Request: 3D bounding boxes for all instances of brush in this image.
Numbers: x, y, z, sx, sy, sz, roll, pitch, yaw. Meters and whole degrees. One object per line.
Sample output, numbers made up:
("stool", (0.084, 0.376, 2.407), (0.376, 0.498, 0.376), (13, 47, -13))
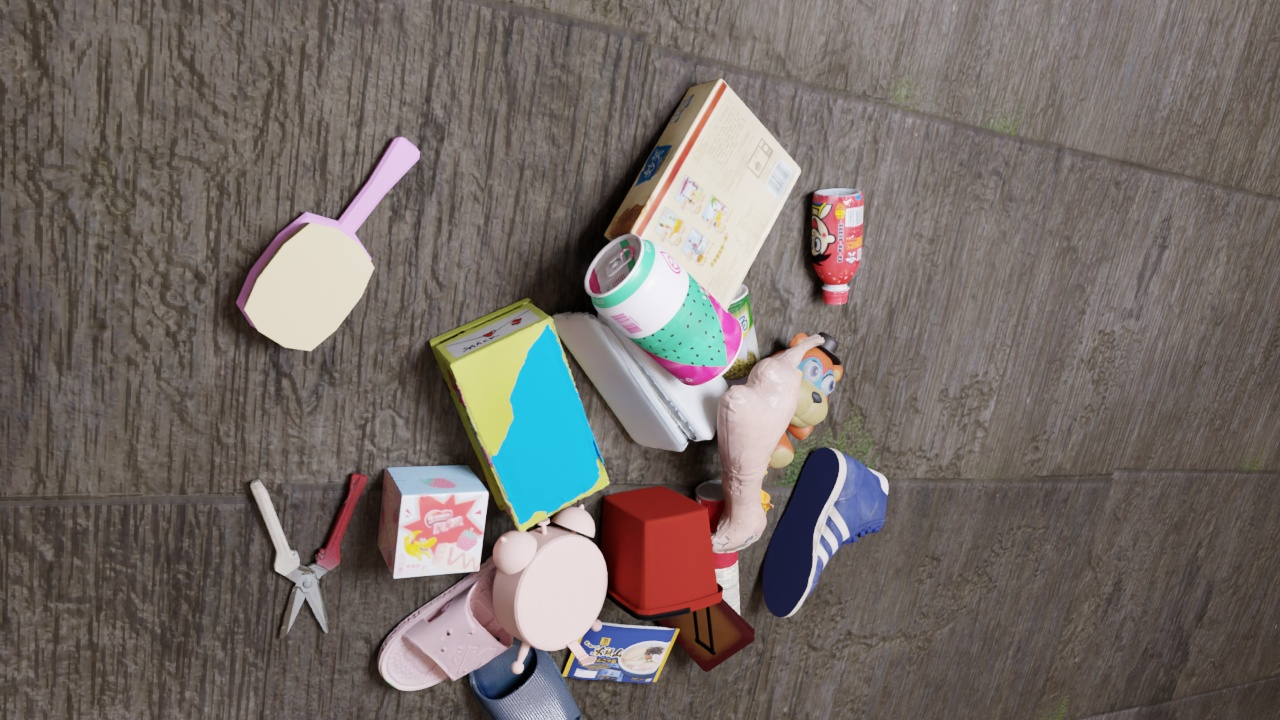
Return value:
("brush", (-0.282, -0.113, 0.862), (0.089, 0.043, 0.228), (38, 87, -32))

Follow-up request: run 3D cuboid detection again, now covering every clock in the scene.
("clock", (-0.094, 0.254, 1.025), (0.130, 0.086, 0.160), (-16, 100, -41))

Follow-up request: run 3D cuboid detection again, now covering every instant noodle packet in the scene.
("instant noodle packet", (-0.024, 0.370, 1.164), (0.134, 0.026, 0.087), (13, 110, -25))

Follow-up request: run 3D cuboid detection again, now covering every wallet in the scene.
("wallet", (0.078, 0.338, 1.181), (0.092, 0.018, 0.115), (-40, 99, 18))

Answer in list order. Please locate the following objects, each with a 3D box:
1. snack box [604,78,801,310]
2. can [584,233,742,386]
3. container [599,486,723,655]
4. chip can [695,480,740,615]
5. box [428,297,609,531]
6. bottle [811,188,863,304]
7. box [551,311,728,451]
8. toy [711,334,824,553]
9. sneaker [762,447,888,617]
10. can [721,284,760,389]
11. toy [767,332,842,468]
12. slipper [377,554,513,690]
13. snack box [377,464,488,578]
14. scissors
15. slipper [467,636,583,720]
("snack box", (0.072, -0.172, 0.994), (0.153, 0.055, 0.207), (39, 72, -32))
("can", (0.026, -0.048, 0.923), (0.166, 0.088, 0.088), (40, 86, -35))
("container", (0.022, 0.264, 1.089), (0.126, 0.148, 0.201), (-7, 101, -27))
("chip can", (0.101, 0.261, 1.185), (0.051, 0.052, 0.215), (-14, 112, -23))
("box", (-0.126, 0.060, 0.984), (0.124, 0.083, 0.221), (-28, 120, -16))
("bottle", (0.239, -0.137, 1.117), (0.061, 0.062, 0.138), (-11, 111, -24))
("box", (0.010, -0.005, 1.022), (0.105, 0.130, 0.211), (-51, 124, -30))
("toy", (0.146, 0.109, 1.075), (0.195, 0.065, 0.265), (-32, 135, -22))
("sneaker", (0.257, 0.239, 1.243), (0.118, 0.091, 0.233), (17, 90, -34))
("can", (0.103, -0.027, 1.079), (0.067, 0.067, 0.121), (-23, 116, -20))
("toy", (0.184, 0.042, 1.138), (0.112, 0.096, 0.176), (34, 78, -32))
("slipper", (-0.182, 0.294, 1.040), (0.239, 0.064, 0.094), (-39, 120, -13))
("snack box", (-0.220, 0.168, 0.968), (0.092, 0.079, 0.095), (2, 105, -29))
("scissors", (-0.347, 0.191, 0.948), (0.196, 0.015, 0.179), (-47, 123, -6))
("slipper", (-0.111, 0.443, 1.110), (0.101, 0.082, 0.264), (-35, 113, -18))
